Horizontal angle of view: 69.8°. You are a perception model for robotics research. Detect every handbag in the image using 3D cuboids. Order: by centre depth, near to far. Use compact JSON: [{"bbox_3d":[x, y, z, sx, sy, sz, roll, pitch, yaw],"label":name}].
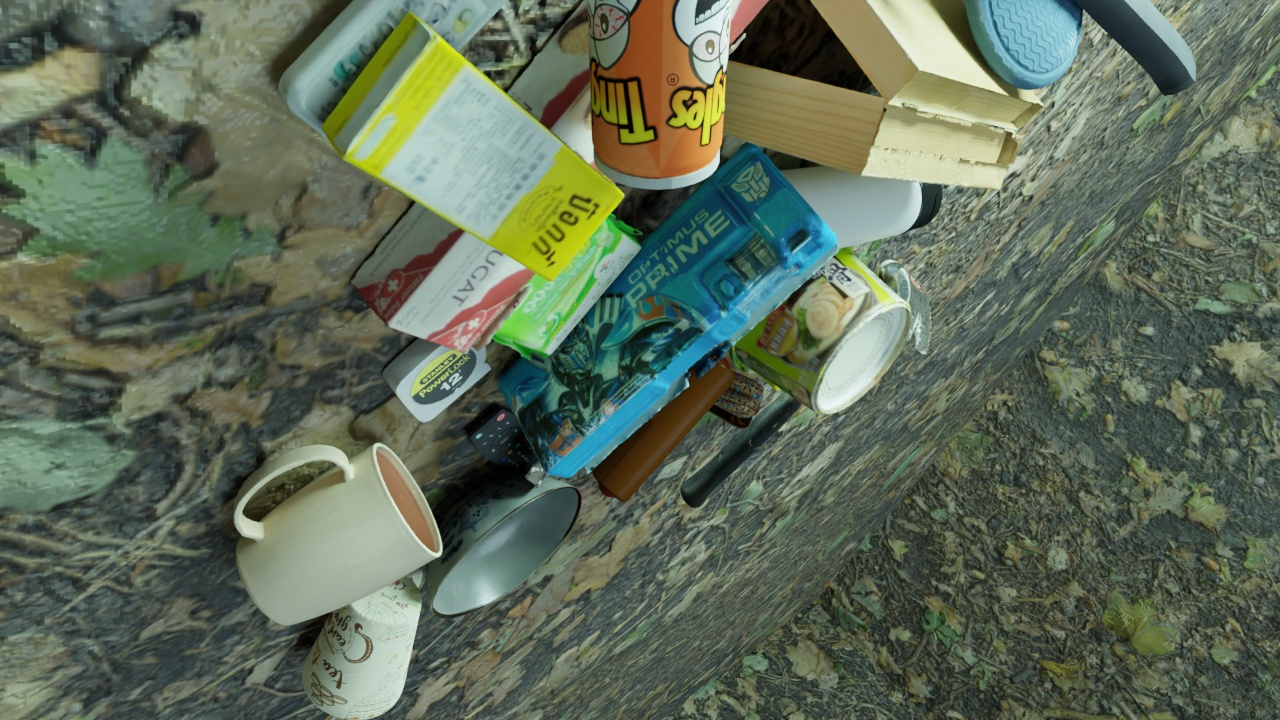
[{"bbox_3d":[0.073,0.042,0.891,0.196,0.093,0.043,51,59,-75],"label":"handbag"}]

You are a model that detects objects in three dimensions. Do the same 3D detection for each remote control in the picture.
[{"bbox_3d":[-0.091,-0.146,0.377,0.133,0.022,0.050,-45,156,2],"label":"remote control"},{"bbox_3d":[-0.104,0.066,0.727,0.039,0.010,0.125,-42,157,-6],"label":"remote control"}]

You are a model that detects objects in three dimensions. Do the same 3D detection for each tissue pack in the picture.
[{"bbox_3d":[-0.057,-0.054,0.576,0.114,0.034,0.099,-50,155,6],"label":"tissue pack"}]

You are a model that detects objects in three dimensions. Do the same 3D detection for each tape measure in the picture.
[{"bbox_3d":[-0.126,0.005,0.580,0.064,0.017,0.065,-41,157,-8],"label":"tape measure"}]

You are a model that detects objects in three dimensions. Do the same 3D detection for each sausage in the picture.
[{"bbox_3d":[0.019,0.055,0.779,0.155,0.040,0.040,-48,157,2],"label":"sausage"}]

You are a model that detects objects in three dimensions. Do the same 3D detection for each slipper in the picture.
[{"bbox_3d":[0.267,-0.266,0.651,0.059,0.104,0.213,-23,-153,48],"label":"slipper"}]

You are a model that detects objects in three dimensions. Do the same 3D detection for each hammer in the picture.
[{"bbox_3d":[0.293,-0.253,0.604,0.312,0.139,0.035,18,152,-38],"label":"hammer"},{"bbox_3d":[0.157,0.040,0.920,0.327,0.036,0.140,-46,-162,20],"label":"hammer"}]

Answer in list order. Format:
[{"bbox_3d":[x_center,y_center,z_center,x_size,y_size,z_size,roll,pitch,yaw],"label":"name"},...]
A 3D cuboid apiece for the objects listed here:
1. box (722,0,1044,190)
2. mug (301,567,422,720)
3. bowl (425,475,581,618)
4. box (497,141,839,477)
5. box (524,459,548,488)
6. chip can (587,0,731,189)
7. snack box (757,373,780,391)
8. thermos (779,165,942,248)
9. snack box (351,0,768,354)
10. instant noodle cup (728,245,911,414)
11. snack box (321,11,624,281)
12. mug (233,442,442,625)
[{"bbox_3d":[0.169,-0.183,0.611,0.248,0.141,0.149,-13,134,-51],"label":"box"},{"bbox_3d":[-0.208,0.212,0.742,0.097,0.081,0.121,-65,171,25],"label":"mug"},{"bbox_3d":[-0.123,0.142,0.763,0.150,0.057,0.151,-35,155,-19],"label":"bowl"},{"bbox_3d":[0.017,-0.027,0.622,0.244,0.091,0.066,-42,149,15],"label":"box"},{"bbox_3d":[-0.004,0.005,0.736,0.217,0.063,0.156,-52,176,18],"label":"box"},{"bbox_3d":[0.008,-0.178,0.376,0.062,0.062,0.211,-30,140,-30],"label":"chip can"},{"bbox_3d":[0.146,-0.040,0.920,0.092,0.042,0.201,-44,157,-3],"label":"snack box"},{"bbox_3d":[0.142,-0.128,0.734,0.229,0.101,0.069,-15,127,-35],"label":"thermos"},{"bbox_3d":[-0.036,-0.120,0.484,0.273,0.044,0.076,-48,155,8],"label":"snack box"},{"bbox_3d":[0.157,-0.026,0.786,0.146,0.098,0.146,-31,147,-24],"label":"instant noodle cup"},{"bbox_3d":[-0.068,-0.088,0.418,0.061,0.025,0.149,-48,148,8],"label":"snack box"},{"bbox_3d":[-0.195,0.101,0.563,0.104,0.085,0.111,-31,128,-4],"label":"mug"}]
